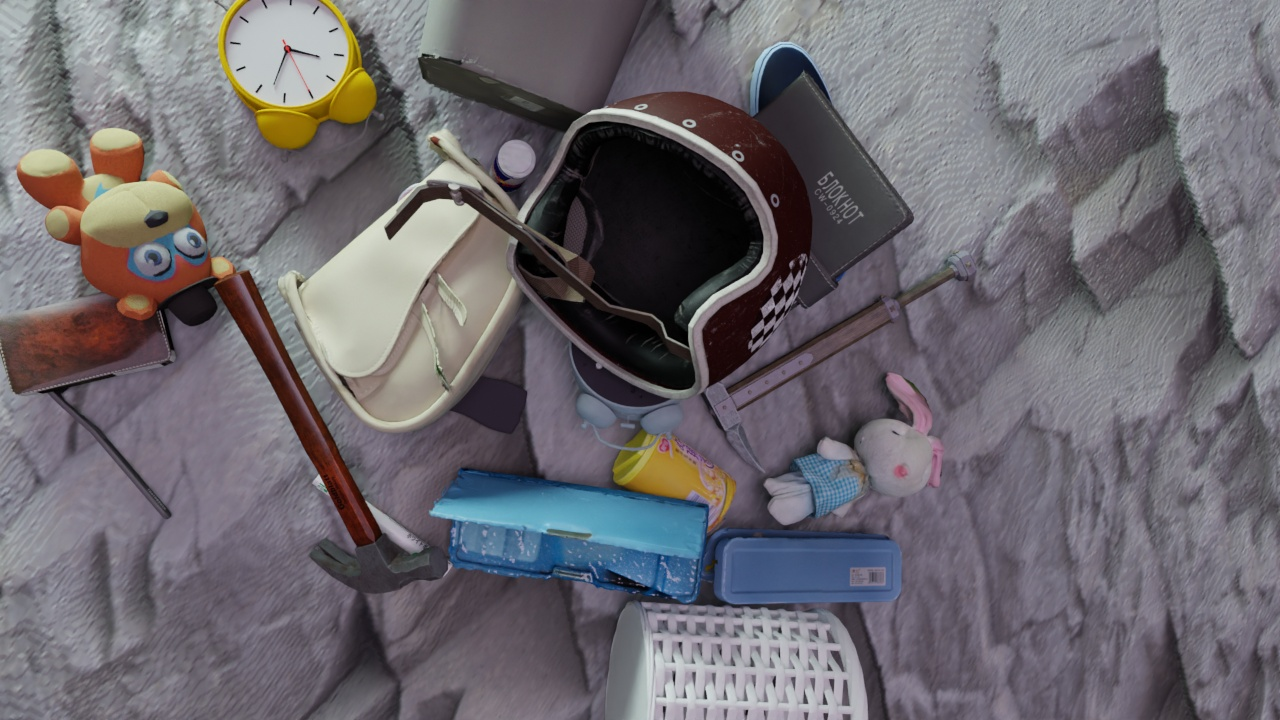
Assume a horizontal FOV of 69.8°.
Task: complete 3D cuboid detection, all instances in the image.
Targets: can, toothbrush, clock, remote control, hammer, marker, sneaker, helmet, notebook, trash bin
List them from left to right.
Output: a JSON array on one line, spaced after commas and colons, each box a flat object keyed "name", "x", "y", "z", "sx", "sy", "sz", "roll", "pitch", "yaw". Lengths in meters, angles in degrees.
[{"name": "toothbrush", "x": -0.460, "y": 0.071, "z": 0.786, "sx": 0.013, "sy": 0.013, "sz": 0.167, "roll": -37, "pitch": 99, "yaw": -9}, {"name": "clock", "x": -0.295, "y": -0.250, "z": 0.790, "sx": 0.113, "sy": 0.052, "sz": 0.152, "roll": -27, "pitch": 93, "yaw": -10}, {"name": "hammer", "x": -0.275, "y": 0.066, "z": 0.775, "sx": 0.111, "sy": 0.028, "sz": 0.301, "roll": -17, "pitch": 106, "yaw": 20}, {"name": "marker", "x": -0.234, "y": 0.149, "z": 0.834, "sx": 0.145, "sy": 0.017, "sz": 0.017, "roll": 38, "pitch": 84, "yaw": -11}, {"name": "remote control", "x": -0.168, "y": 0.028, "z": 0.846, "sx": 0.124, "sy": 0.009, "sz": 0.046, "roll": 21, "pitch": 89, "yaw": -9}, {"name": "can", "x": -0.113, "y": -0.170, "z": 0.807, "sx": 0.032, "sy": 0.095, "sz": 0.032, "roll": -1, "pitch": 92, "yaw": -14}, {"name": "trash bin", "x": -0.080, "y": -0.324, "z": 0.768, "sx": 0.197, "sy": 0.197, "sz": 0.220, "roll": 17, "pitch": 94, "yaw": -12}, {"name": "clock", "x": -0.005, "y": 0.005, "z": 0.835, "sx": 0.122, "sy": 0.045, "sz": 0.159, "roll": 7, "pitch": 69, "yaw": 0}, {"name": "helmet", "x": 0.006, "y": -0.089, "z": 0.724, "sx": 0.233, "sy": 0.234, "sz": 0.253, "roll": 27, "pitch": 70, "yaw": 28}, {"name": "can", "x": 0.032, "y": 0.112, "z": 0.862, "sx": 0.105, "sy": 0.068, "sz": 0.067, "roll": 36, "pitch": 85, "yaw": -11}, {"name": "notebook", "x": 0.114, "y": -0.125, "z": 0.824, "sx": 0.210, "sy": 0.029, "sz": 0.169, "roll": -38, "pitch": 83, "yaw": 28}, {"name": "sneaker", "x": 0.164, "y": -0.186, "z": 0.863, "sx": 0.083, "sy": 0.098, "sz": 0.241, "roll": -8, "pitch": 93, "yaw": -13}, {"name": "hammer", "x": 0.205, "y": -0.022, "z": 0.915, "sx": 0.316, "sy": 0.028, "sz": 0.147, "roll": -29, "pitch": 97, "yaw": -9}]

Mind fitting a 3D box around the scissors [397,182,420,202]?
[{"name": "scissors", "x": -0.138, "y": -0.134, "z": 0.846, "sx": 0.179, "sy": 0.016, "sz": 0.108, "roll": -17, "pitch": 95, "yaw": -10}]

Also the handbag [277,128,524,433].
[{"name": "handbag", "x": -0.187, "y": -0.062, "z": 0.773, "sx": 0.229, "sy": 0.132, "sz": 0.184, "roll": -44, "pitch": 95, "yaw": -7}]

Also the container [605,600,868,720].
[{"name": "container", "x": 0.077, "y": 0.313, "z": 0.818, "sx": 0.186, "sy": 0.189, "sz": 0.189, "roll": 7, "pitch": 90, "yaw": -11}]

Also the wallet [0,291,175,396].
[{"name": "wallet", "x": -0.464, "y": -0.018, "z": 0.770, "sx": 0.123, "sy": 0.019, "sz": 0.072, "roll": -15, "pitch": 87, "yaw": -16}]

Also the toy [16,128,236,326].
[{"name": "toy", "x": -0.412, "y": -0.103, "z": 0.749, "sx": 0.176, "sy": 0.096, "sz": 0.111, "roll": 58, "pitch": 44, "yaw": -12}]

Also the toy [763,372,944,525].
[{"name": "toy", "x": 0.213, "y": 0.098, "z": 0.883, "sx": 0.205, "sy": 0.106, "sz": 0.131, "roll": -21, "pitch": 93, "yaw": -12}]

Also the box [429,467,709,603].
[{"name": "box", "x": -0.060, "y": 0.159, "z": 0.791, "sx": 0.231, "sy": 0.110, "sz": 0.094, "roll": 9, "pitch": 95, "yaw": 6}]

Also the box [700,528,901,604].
[{"name": "box", "x": 0.153, "y": 0.195, "z": 0.886, "sx": 0.209, "sy": 0.064, "sz": 0.069, "roll": 6, "pitch": 85, "yaw": -25}]
